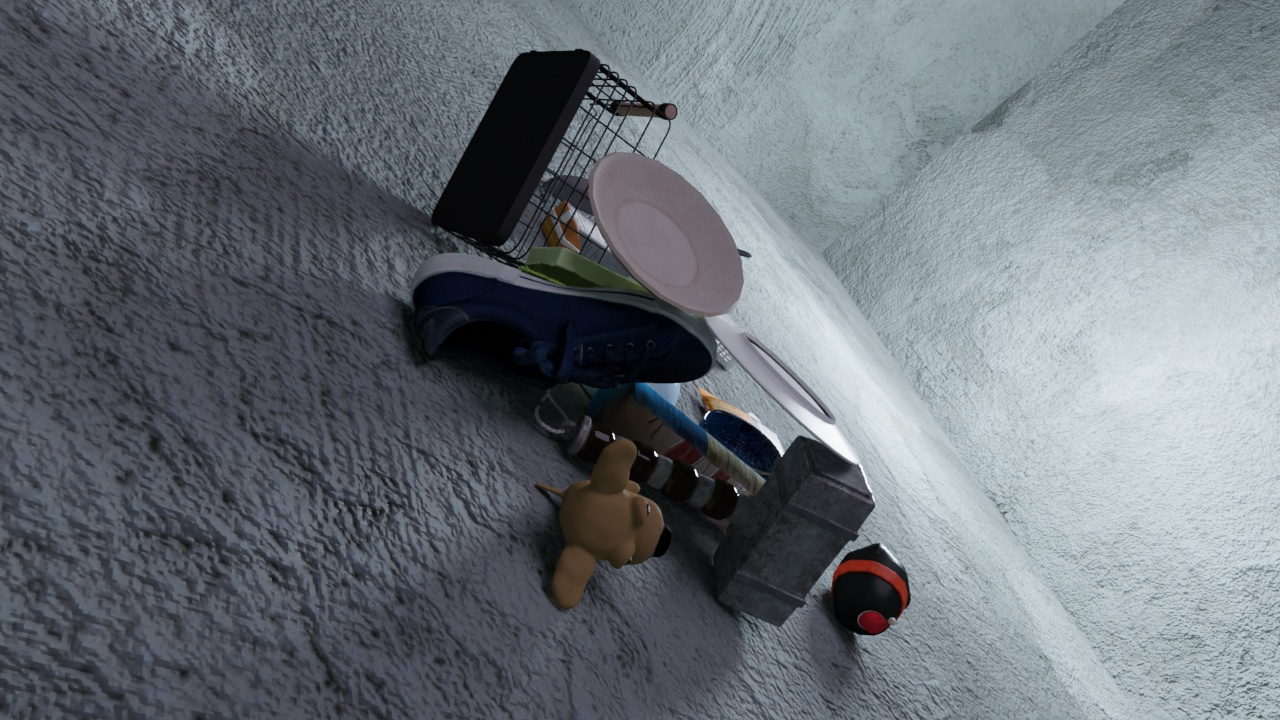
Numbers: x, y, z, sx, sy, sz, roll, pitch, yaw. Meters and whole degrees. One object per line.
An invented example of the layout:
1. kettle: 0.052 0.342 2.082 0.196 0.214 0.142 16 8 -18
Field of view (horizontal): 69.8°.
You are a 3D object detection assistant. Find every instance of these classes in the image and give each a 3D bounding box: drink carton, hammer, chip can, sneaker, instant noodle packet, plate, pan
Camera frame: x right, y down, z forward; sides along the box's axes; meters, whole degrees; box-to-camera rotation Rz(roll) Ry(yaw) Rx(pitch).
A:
1. drink carton: -0.071 -0.155 1.247 0.124 0.049 0.076 32 25 -43
2. hammer: 0.044 0.119 0.876 0.326 0.177 0.079 26 24 -11
3. chip can: 0.047 0.105 0.970 0.229 0.080 0.079 39 21 -26
4. sneaker: -0.056 -0.006 0.813 0.294 0.121 0.127 11 48 -24
5. instant noodle packet: 0.157 0.137 1.224 0.159 0.032 0.220 31 25 -29
6. plate: 0.021 -0.116 0.874 0.188 0.027 0.188 26 44 -28
7. pan: 0.009 -0.217 1.363 0.354 0.024 0.216 17 18 -15
8. plate: 0.139 0.020 0.882 0.208 0.015 0.208 41 11 -11

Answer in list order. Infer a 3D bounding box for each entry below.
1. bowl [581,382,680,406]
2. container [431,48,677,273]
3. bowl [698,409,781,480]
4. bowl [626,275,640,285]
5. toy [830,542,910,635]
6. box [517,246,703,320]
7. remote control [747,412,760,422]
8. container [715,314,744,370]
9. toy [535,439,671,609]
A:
1. bowl: -0.006 0.006 1.041 0.150 0.075 0.150 44 19 -19
2. container: -0.089 -0.193 0.952 0.130 0.241 0.163 29 -3 -37
3. bowl: 0.109 0.117 1.098 0.114 0.061 0.114 27 25 -14
4. bowl: -0.003 -0.145 1.360 0.116 0.066 0.116 43 19 -19
5. toy: 0.278 0.289 1.125 0.098 0.100 0.118 12 37 21
6. box: -0.038 -0.050 0.904 0.188 0.131 0.064 21 42 -32
7. remote control: 0.185 0.129 1.341 0.043 0.013 0.136 33 25 -42
8. container: 0.127 -0.043 1.487 0.129 0.050 0.080 46 19 -12
9. toy: -0.030 0.126 0.738 0.105 0.134 0.108 22 -2 -13
